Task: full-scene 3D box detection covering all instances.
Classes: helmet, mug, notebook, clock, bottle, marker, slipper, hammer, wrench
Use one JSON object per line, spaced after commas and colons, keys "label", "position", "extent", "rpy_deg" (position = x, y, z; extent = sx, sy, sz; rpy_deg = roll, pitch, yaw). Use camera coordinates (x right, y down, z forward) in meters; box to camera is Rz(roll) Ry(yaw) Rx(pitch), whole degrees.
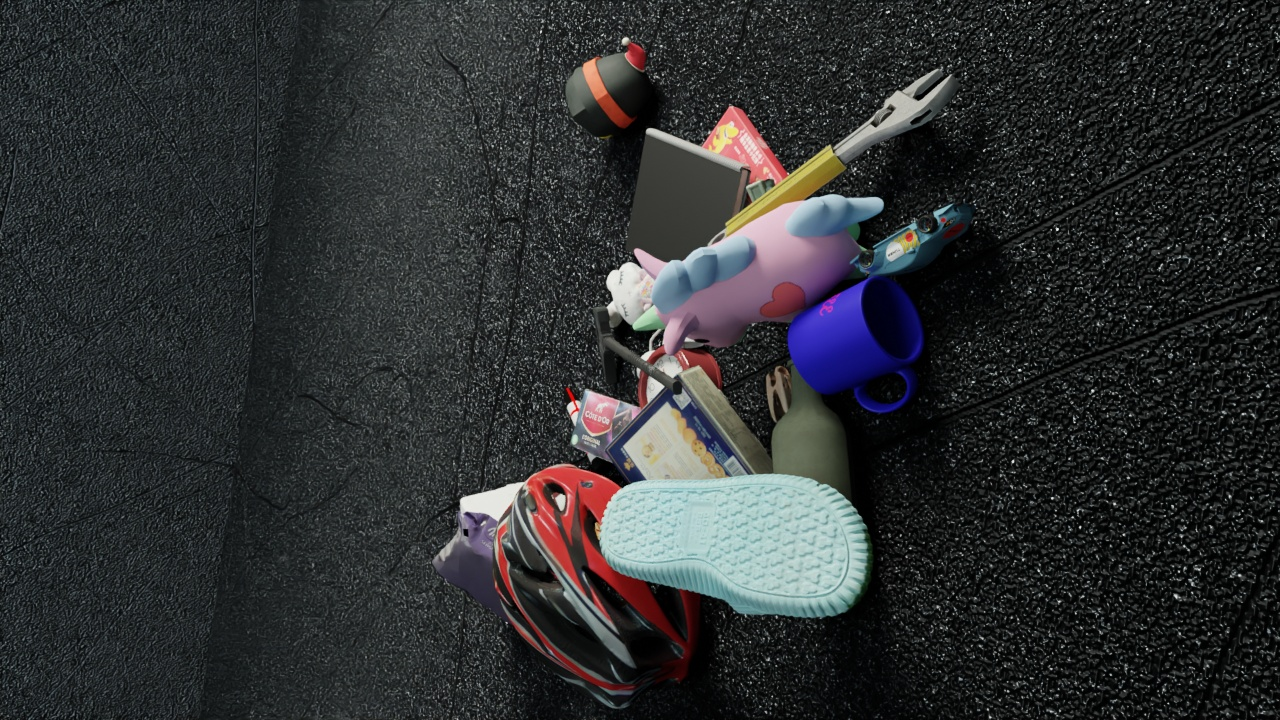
{"label": "helmet", "position": [-0.055, 0.231, 0.953], "extent": [0.272, 0.166, 0.218], "rpy_deg": [37, 138, 31]}
{"label": "mug", "position": [0.193, -0.006, 0.791], "extent": [0.084, 0.079, 0.111], "rpy_deg": [-29, 89, 48]}
{"label": "notebook", "position": [0.047, -0.167, 1.033], "extent": [0.207, 0.016, 0.149], "rpy_deg": [40, 125, 53]}
{"label": "clock", "position": [0.039, 0.021, 1.008], "extent": [0.096, 0.048, 0.137], "rpy_deg": [-45, 51, 40]}
{"label": "bottle", "position": [0.154, 0.100, 0.818], "extent": [0.072, 0.071, 0.206], "rpy_deg": [-19, 68, 51]}
{"label": "marker", "position": [-0.074, 0.084, 1.173], "extent": [0.019, 0.019, 0.145], "rpy_deg": [-56, 43, 31]}
{"label": "slipper", "position": [0.080, 0.156, 0.791], "extent": [0.277, 0.069, 0.115], "rpy_deg": [-2, 71, 40]}
{"label": "hammer", "position": [-0.006, 0.006, 0.983], "extent": [0.325, 0.015, 0.095], "rpy_deg": [-147, 47, -73]}
{"label": "wrench", "position": [0.166, -0.174, 0.841], "extent": [0.274, 0.018, 0.083], "rpy_deg": [-35, 23, 29]}

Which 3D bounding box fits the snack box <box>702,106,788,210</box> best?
{"label": "snack box", "position": [0.104, -0.198, 0.983], "extent": [0.089, 0.021, 0.132], "rpy_deg": [-53, 45, 33]}

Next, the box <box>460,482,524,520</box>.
{"label": "box", "position": [-0.175, 0.247, 1.219], "extent": [0.103, 0.109, 0.130], "rpy_deg": [38, 133, 49]}

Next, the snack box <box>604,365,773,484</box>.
{"label": "snack box", "position": [0.051, 0.105, 0.937], "extent": [0.144, 0.042, 0.145], "rpy_deg": [53, 129, 14]}

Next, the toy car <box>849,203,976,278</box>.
{"label": "toy car", "position": [0.231, -0.093, 0.764], "extent": [0.108, 0.060, 0.027], "rpy_deg": [-31, 71, 46]}

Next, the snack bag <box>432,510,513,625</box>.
{"label": "snack bag", "position": [-0.152, 0.271, 1.117], "extent": [0.097, 0.205, 0.058], "rpy_deg": [-59, -1, 32]}

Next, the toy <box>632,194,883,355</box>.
{"label": "toy", "position": [0.106, -0.083, 0.832], "extent": [0.223, 0.171, 0.120], "rpy_deg": [-45, 50, 40]}

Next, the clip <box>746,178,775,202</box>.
{"label": "clip", "position": [0.131, -0.143, 0.913], "extent": [0.023, 0.047, 0.076], "rpy_deg": [-18, 93, 40]}

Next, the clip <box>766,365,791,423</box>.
{"label": "clip", "position": [0.137, 0.036, 0.894], "extent": [0.047, 0.025, 0.062], "rpy_deg": [-2, 80, 54]}

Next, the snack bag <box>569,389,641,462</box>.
{"label": "snack bag", "position": [-0.027, 0.085, 1.097], "extent": [0.155, 0.018, 0.074], "rpy_deg": [15, 89, 49]}

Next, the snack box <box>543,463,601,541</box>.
{"label": "snack box", "position": [-0.086, 0.195, 1.125], "extent": [0.072, 0.072, 0.121], "rpy_deg": [-58, 43, 29]}

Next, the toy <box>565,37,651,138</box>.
{"label": "toy", "position": [-0.033, -0.336, 1.141], "extent": [0.119, 0.099, 0.097], "rpy_deg": [-28, 103, 22]}

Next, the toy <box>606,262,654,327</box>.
{"label": "toy", "position": [-0.011, -0.080, 1.103], "extent": [0.126, 0.037, 0.076], "rpy_deg": [-3, 89, 60]}
